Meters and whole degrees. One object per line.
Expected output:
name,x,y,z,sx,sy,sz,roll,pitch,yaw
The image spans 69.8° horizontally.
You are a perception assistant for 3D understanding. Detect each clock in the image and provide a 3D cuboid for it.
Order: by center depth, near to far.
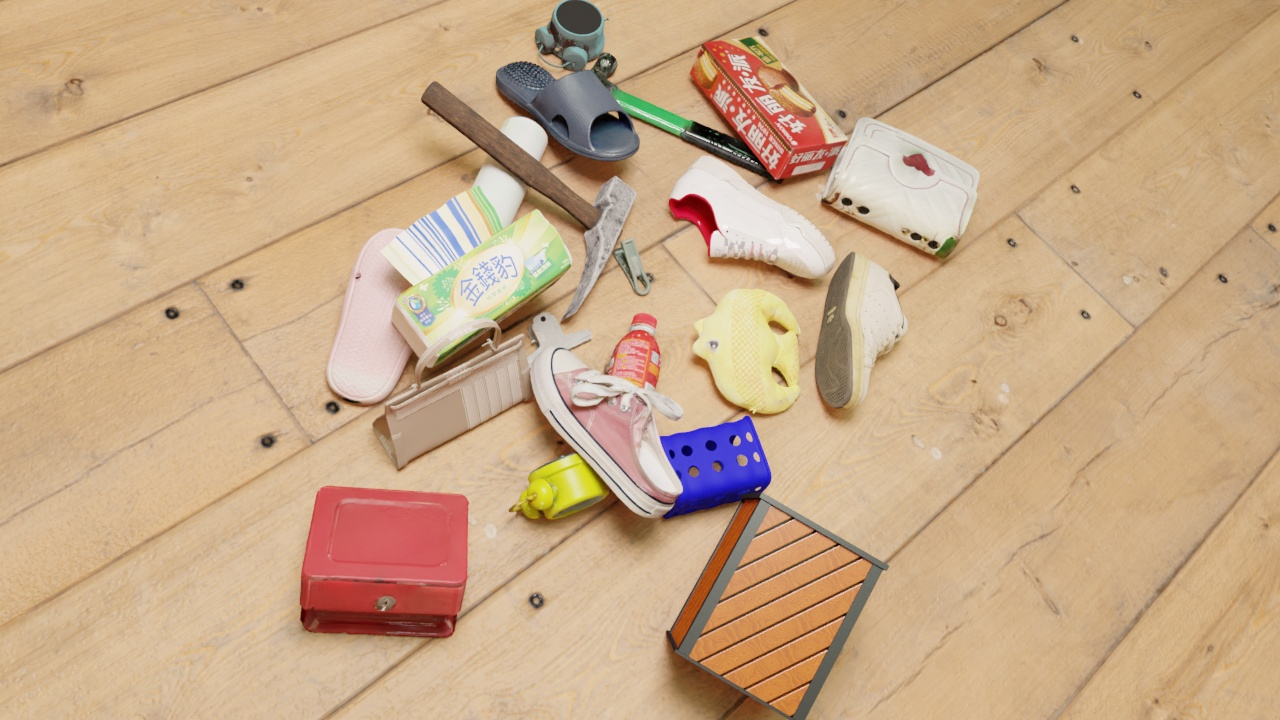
clock,-0.090,0.139,1.006,0.118,0.083,0.057,-17,75,-23
clock,-0.102,-0.475,1.341,0.090,0.053,0.124,32,63,5

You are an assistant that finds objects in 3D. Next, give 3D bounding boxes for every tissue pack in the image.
tissue pack,-0.195,-0.105,1.022,0.197,0.120,0.141,-37,94,-25

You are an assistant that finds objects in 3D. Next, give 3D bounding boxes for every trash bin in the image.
trash bin,0.133,0.246,0.938,0.140,0.140,0.171,30,82,3

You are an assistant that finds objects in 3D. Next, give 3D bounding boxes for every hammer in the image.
hammer,-0.155,-0.211,1.130,0.300,0.037,0.217,36,56,-22
hammer,0.064,-0.333,1.320,0.319,0.032,0.130,23,59,-1

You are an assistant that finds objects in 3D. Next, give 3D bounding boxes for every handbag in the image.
handbag,-0.194,0.018,0.976,0.175,0.198,0.062,-29,73,-25
handbag,0.371,-0.245,1.310,0.198,0.096,0.141,25,61,-2

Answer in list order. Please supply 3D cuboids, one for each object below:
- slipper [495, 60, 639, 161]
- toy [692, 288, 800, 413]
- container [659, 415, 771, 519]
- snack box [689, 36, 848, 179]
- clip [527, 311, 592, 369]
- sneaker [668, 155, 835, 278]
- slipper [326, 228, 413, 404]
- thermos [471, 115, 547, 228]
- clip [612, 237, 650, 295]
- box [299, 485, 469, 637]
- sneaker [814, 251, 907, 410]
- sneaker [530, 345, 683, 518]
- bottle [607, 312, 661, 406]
slipper,-0.095,-0.358,1.229,0.101,0.083,0.263,-26,54,-37
toy,0.137,-0.014,1.153,0.154,0.065,0.170,13,66,-21
container,0.075,0.124,1.051,0.113,0.085,0.084,-10,65,-17
snack box,0.183,-0.370,1.330,0.113,0.060,0.236,-18,62,-31
clip,-0.112,-0.030,1.117,0.101,0.044,0.054,-27,85,-25
sneaker,0.138,-0.166,1.222,0.236,0.090,0.104,38,70,6
slipper,-0.296,-0.052,1.071,0.107,0.056,0.221,17,71,-5
thermos,-0.185,-0.211,1.175,0.068,0.068,0.229,19,61,-3
clip,-0.009,-0.119,1.191,0.023,0.061,0.075,-23,86,-21
box,-0.253,0.193,0.916,0.157,0.127,0.136,4,57,-12
sneaker,0.295,-0.030,1.191,0.102,0.089,0.240,21,56,-11
sneaker,-0.030,0.057,0.993,0.118,0.088,0.241,0,42,-53
bottle,-0.007,0.006,1.107,0.062,0.062,0.137,16,60,-5
